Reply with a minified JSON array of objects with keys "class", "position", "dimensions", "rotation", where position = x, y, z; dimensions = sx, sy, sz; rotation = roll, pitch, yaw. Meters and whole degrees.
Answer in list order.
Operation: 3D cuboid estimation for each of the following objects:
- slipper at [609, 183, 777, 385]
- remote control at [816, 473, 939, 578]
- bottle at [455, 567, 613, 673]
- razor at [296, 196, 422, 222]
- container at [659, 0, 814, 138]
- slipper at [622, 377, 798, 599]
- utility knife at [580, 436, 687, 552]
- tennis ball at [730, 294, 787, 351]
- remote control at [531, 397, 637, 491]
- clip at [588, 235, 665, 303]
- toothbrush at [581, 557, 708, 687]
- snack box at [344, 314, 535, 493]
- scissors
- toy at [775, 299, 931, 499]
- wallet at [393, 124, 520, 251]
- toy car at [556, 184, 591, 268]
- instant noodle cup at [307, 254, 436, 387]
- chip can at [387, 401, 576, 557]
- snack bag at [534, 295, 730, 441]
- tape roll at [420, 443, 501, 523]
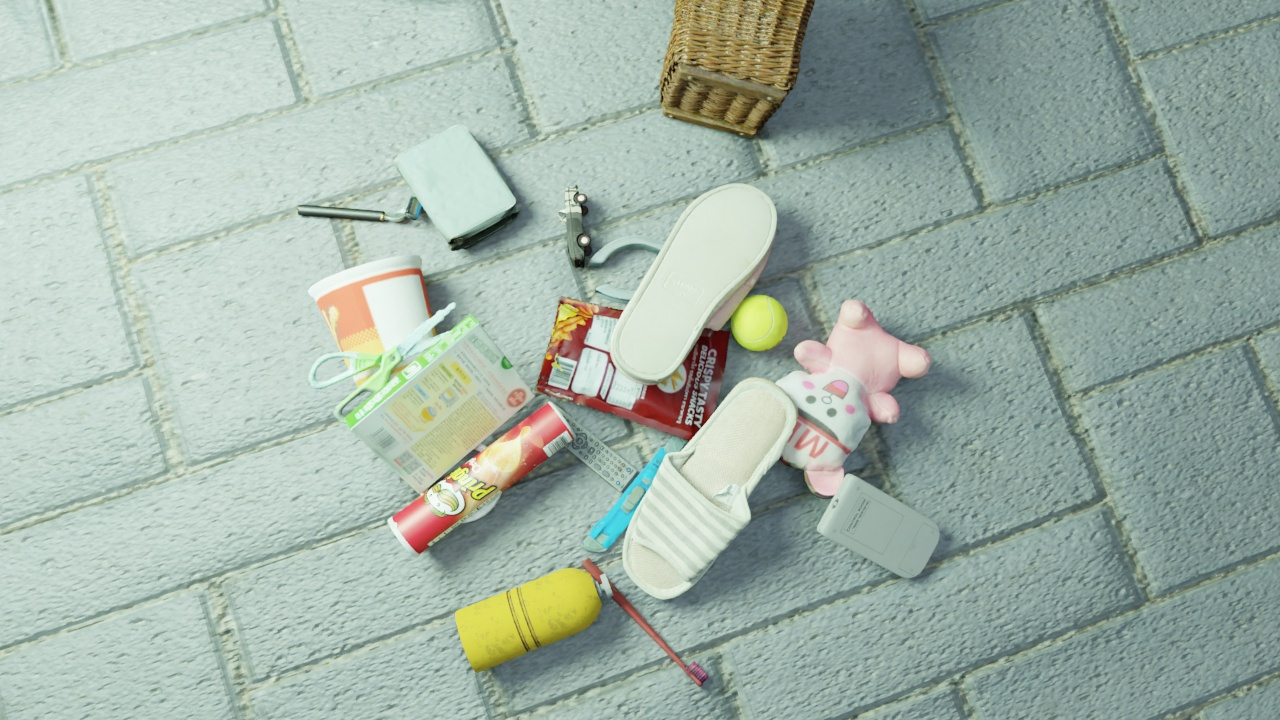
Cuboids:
[{"class":"slipper","position":[0.060,-0.087,1.039],"dimensions":[0.114,0.054,0.274],"rotation":[36,74,3]},{"class":"remote control","position":[0.270,0.189,1.031],"dimensions":[0.151,0.019,0.074],"rotation":[30,89,-23]},{"class":"bottle","position":[-0.110,0.274,0.995],"dimensions":[0.163,0.071,0.071],"rotation":[-20,84,-7]},{"class":"razor","position":[-0.327,-0.173,1.070],"dimensions":[0.144,0.022,0.042],"rotation":[0,39,0]},{"class":"container","position":[0.105,-0.370,1.025],"dimensions":[0.162,0.250,0.183],"rotation":[13,89,-2]},{"class":"slipper","position":[0.074,0.140,1.003],"dimensions":[0.114,0.054,0.273],"rotation":[34,96,14]},{"class":"utility knife","position":[0.000,0.146,1.049],"dimensions":[0.031,0.015,0.185],"rotation":[39,79,-3]},{"class":"tennis ball","position":[0.137,-0.043,1.060],"dimensions":[0.065,0.065,0.065],"rotation":[1,81,-4]},{"class":"remote control","position":[-0.066,0.096,1.051],"dimensions":[0.136,0.013,0.033],"rotation":[39,81,2]},{"class":"clip","position":[0.026,-0.095,1.080],"dimensions":[0.163,0.028,0.115],"rotation":[-13,84,-5]},{"class":"toothbrush","position":[0.005,0.291,1.026],"dimensions":[0.190,0.016,0.016],"rotation":[45,76,3]},{"class":"snack box","position":[-0.209,0.049,0.978],"dimensions":[0.168,0.132,0.027],"rotation":[-41,46,-9]},{"class":"scissors","position":[-0.252,0.004,0.956],"dimensions":[0.175,0.032,0.093],"rotation":[-25,102,-6]},{"class":"toy","position":[0.221,0.042,1.045],"dimensions":[0.142,0.084,0.213],"rotation":[38,79,3]},{"class":"wallet","position":[-0.213,-0.201,1.066],"dimensions":[0.100,0.054,0.131],"rotation":[-31,83,-17]},{"class":"toy car","position":[-0.078,-0.155,1.072],"dimensions":[0.037,0.040,0.092],"rotation":[-5,79,-2]},{"class":"instant noodle cup","position":[-0.282,-0.037,1.008],"dimensions":[0.123,0.123,0.121],"rotation":[-19,91,-7]},{"class":"chip can","position":[-0.170,0.128,1.000],"dimensions":[0.214,0.052,0.052],"rotation":[-37,86,-9]},{"class":"snack bag","position":[-0.006,0.006,1.045],"dimensions":[0.208,0.067,0.138],"rotation":[14,76,-5]},{"class":"tape roll","position":[-0.201,0.136,1.033],"dimensions":[0.094,0.018,0.093],"rotation":[1,82,-4]}]
